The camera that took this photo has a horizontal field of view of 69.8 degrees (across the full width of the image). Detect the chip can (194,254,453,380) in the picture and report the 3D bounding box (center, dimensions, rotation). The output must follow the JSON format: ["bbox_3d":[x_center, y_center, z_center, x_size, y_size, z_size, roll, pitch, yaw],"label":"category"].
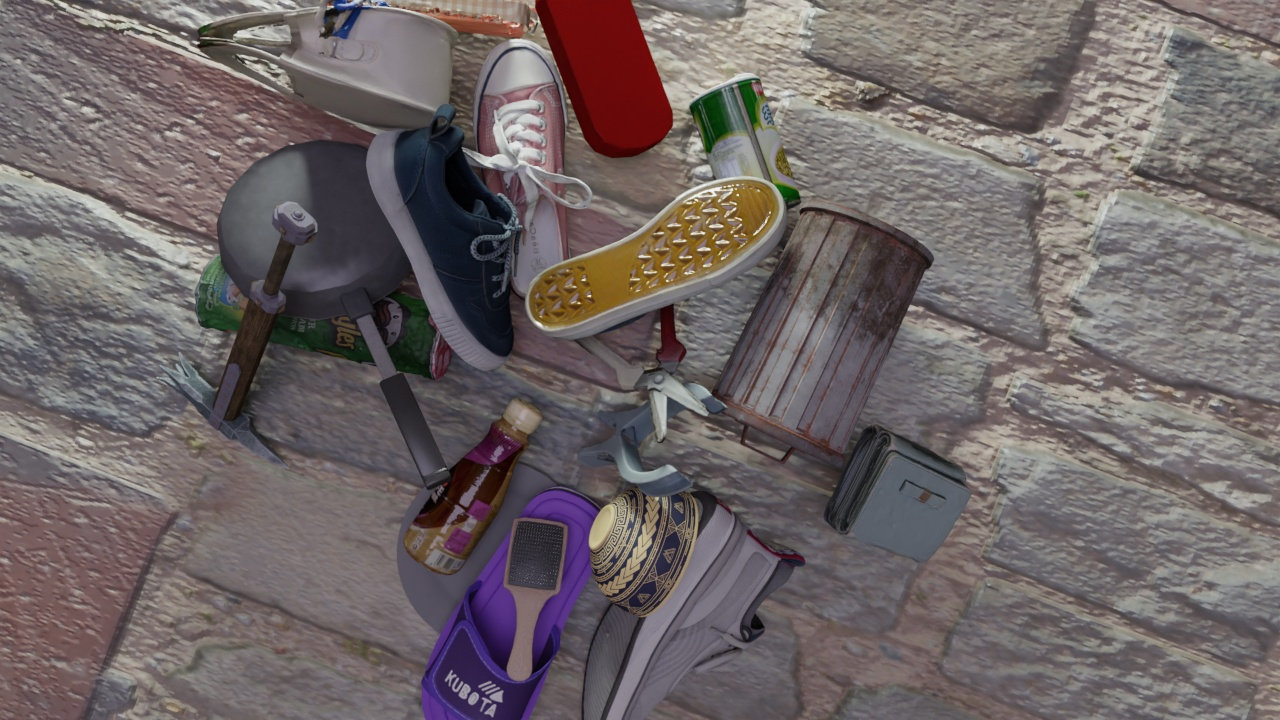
[{"bbox_3d":[-0.282,-0.040,0.826,0.223,0.075,0.075,12,92,1],"label":"chip can"}]

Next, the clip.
[{"bbox_3d":[0.017,0.044,0.789,0.029,0.172,0.141,40,74,-27],"label":"clip"}]

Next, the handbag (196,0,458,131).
[{"bbox_3d":[-0.253,-0.254,0.755,0.199,0.201,0.093,8,94,-21],"label":"handbag"}]

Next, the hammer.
[{"bbox_3d":[-0.312,-0.020,0.749,0.147,0.028,0.318,42,136,-2],"label":"hammer"}]

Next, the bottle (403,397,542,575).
[{"bbox_3d":[-0.145,0.109,0.820,0.059,0.059,0.166,34,92,0],"label":"bottle"}]

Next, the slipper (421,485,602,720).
[{"bbox_3d":[-0.117,0.241,0.810,0.107,0.084,0.266,28,92,0],"label":"slipper"}]

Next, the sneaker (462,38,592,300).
[{"bbox_3d":[-0.103,-0.168,0.811,0.118,0.088,0.241,-7,92,1],"label":"sneaker"}]

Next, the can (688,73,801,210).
[{"bbox_3d":[0.093,-0.186,0.817,0.067,0.067,0.121,-20,92,1],"label":"can"}]

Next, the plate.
[{"bbox_3d":[-0.138,0.181,0.859,0.178,0.012,0.178,0,92,1],"label":"plate"}]

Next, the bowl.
[{"bbox_3d":[-0.008,0.151,0.774,0.061,0.112,0.112,27,92,-18],"label":"bowl"}]

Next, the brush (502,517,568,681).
[{"bbox_3d":[-0.094,0.202,0.780,0.050,0.015,0.135,8,71,-4],"label":"brush"}]

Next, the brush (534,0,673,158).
[{"bbox_3d":[-0.035,-0.264,0.819,0.082,0.042,0.173,-21,91,-27],"label":"brush"}]

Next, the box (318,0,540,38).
[{"bbox_3d":[-0.185,-0.313,0.818,0.187,0.083,0.043,7,98,-1],"label":"box"}]

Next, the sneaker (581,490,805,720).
[{"bbox_3d":[0.040,0.249,0.824,0.128,0.096,0.263,26,100,-17],"label":"sneaker"}]

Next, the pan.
[{"bbox_3d":[-0.239,-0.051,0.770,0.178,0.041,0.357,-24,69,-15],"label":"pan"}]

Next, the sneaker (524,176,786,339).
[{"bbox_3d":[0.019,-0.074,0.789,0.235,0.079,0.087,-25,68,7],"label":"sneaker"}]

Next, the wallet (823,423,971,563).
[{"bbox_3d":[0.224,0.118,0.799,0.131,0.054,0.100,22,91,-36],"label":"wallet"}]

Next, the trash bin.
[{"bbox_3d":[0.150,-0.014,0.790,0.131,0.131,0.211,25,90,0],"label":"trash bin"}]

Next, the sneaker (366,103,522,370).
[{"bbox_3d":[-0.140,-0.095,0.761,0.087,0.089,0.236,-8,129,16],"label":"sneaker"}]

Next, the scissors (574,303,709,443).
[{"bbox_3d":[0.003,-0.004,0.792,0.180,0.015,0.192,1,47,34],"label":"scissors"}]
